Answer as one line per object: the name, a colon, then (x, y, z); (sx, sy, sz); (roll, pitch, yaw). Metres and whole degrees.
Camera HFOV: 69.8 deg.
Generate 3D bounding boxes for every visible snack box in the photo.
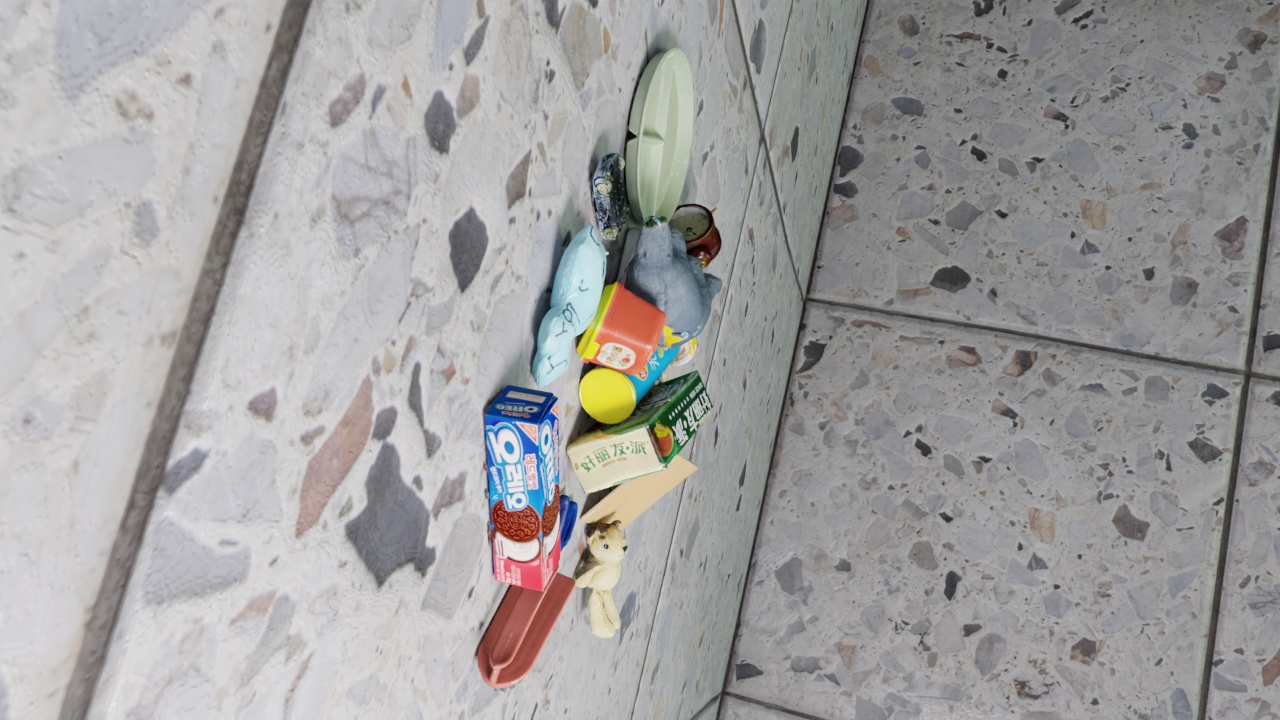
snack box: (-0.115, 0.129, 0.905); (0.057, 0.058, 0.208); (-58, 154, -58)
snack box: (-0.020, -0.033, 1.039); (0.091, 0.080, 0.081); (123, -11, -60)
snack box: (0.006, 0.086, 1.166); (0.063, 0.115, 0.239); (67, 23, -7)

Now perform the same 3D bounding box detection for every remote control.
remote control: (-0.016, -0.099, 1.162); (0.056, 0.020, 0.136); (39, 62, -73)

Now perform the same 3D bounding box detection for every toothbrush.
toothbrush: (-0.017, -0.098, 1.123); (0.017, 0.016, 0.187); (82, 32, -68)

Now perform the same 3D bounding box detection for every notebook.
notebook: (0.003, 0.182, 1.278); (0.149, 0.012, 0.211); (-40, 162, 2)

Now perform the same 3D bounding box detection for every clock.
clock: (0.068, -0.168, 1.300); (0.055, 0.082, 0.121); (69, 34, -54)

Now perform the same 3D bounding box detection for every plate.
plate: (0.025, -0.281, 1.173); (0.230, 0.027, 0.230); (12, 89, -75)

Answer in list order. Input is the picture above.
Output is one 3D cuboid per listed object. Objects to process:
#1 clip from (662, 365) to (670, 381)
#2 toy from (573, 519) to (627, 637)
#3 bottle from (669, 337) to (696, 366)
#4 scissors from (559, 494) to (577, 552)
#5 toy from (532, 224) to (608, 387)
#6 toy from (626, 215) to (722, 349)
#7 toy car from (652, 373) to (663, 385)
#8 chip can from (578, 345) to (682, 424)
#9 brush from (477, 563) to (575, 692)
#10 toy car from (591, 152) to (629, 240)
clip: (0.041, -0.006, 1.404); (0.070, 0.035, 0.099); (42, 65, -73)
toy: (-0.047, 0.294, 1.233); (0.105, 0.066, 0.157); (-14, 108, -54)
bottle: (0.041, -0.036, 1.330); (0.108, 0.063, 0.063); (51, 51, -60)
scissors: (-0.106, 0.245, 1.097); (0.126, 0.012, 0.173); (-19, 120, -71)
toy: (-0.070, -0.058, 0.952); (0.155, 0.050, 0.162); (-64, 169, -48)
toy: (0.041, -0.086, 1.127); (0.356, 0.091, 0.138); (33, 77, -73)
toy car: (0.011, 0.031, 1.306); (0.042, 0.034, 0.091); (-17, 114, -29)
chip can: (-0.007, 0.007, 1.169); (0.209, 0.071, 0.071); (-47, 144, -62)
brush: (-0.124, 0.275, 0.961); (0.069, 0.063, 0.145); (102, 13, -44)
toy car: (-0.035, -0.182, 1.018); (0.106, 0.031, 0.048); (85, 22, -48)
